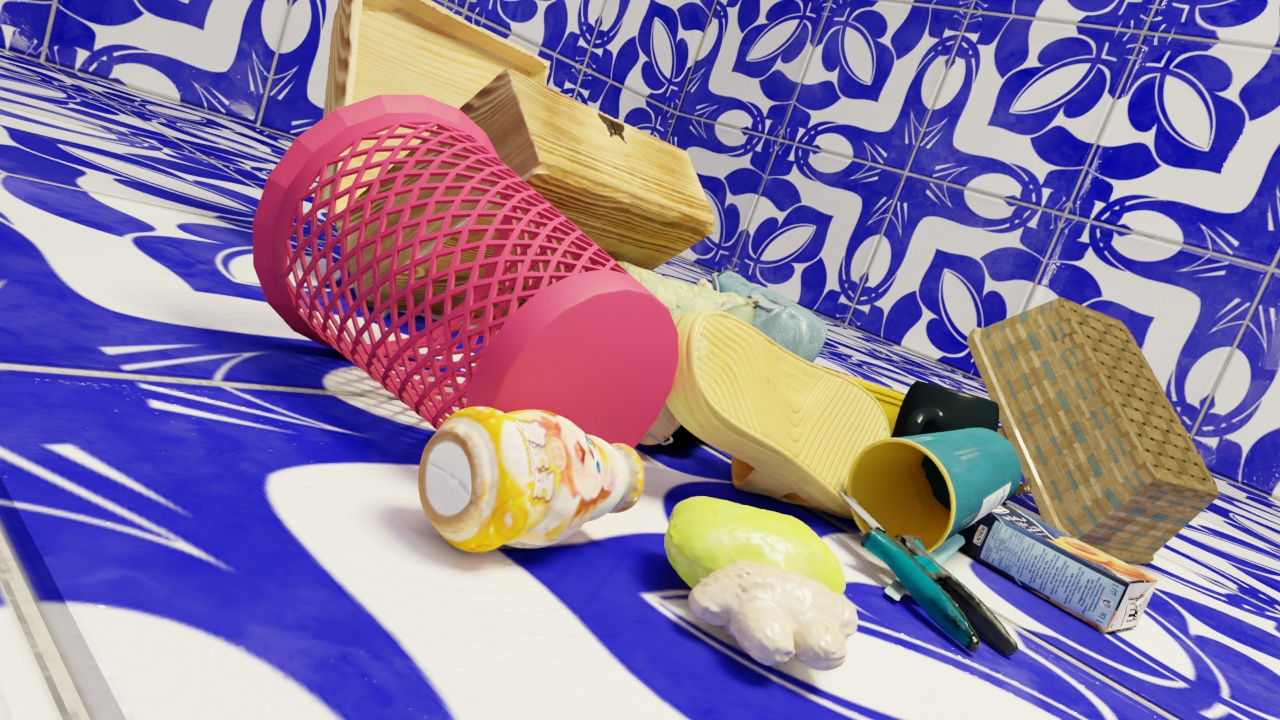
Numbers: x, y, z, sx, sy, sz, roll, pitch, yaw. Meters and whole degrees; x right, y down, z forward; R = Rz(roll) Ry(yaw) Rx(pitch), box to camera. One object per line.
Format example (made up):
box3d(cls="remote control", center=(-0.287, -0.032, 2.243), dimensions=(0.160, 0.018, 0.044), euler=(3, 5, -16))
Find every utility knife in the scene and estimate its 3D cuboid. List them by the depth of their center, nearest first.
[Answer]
box3d(cls="utility knife", center=(0.186, 0.135, 0.604), dimensions=(0.022, 0.016, 0.179), euler=(24, 14, 26))

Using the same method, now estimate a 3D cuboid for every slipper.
box3d(cls="slipper", center=(0.090, 0.047, 0.635), dimensions=(0.079, 0.099, 0.263), euler=(-17, -33, 37))

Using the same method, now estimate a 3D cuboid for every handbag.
box3d(cls="handbag", center=(0.021, -0.032, 0.908), dimensions=(0.186, 0.113, 0.117), euler=(17, 3, -10))
box3d(cls="handbag", center=(0.120, -0.033, 1.093), dimensions=(0.118, 0.122, 0.192), euler=(14, 16, -35))

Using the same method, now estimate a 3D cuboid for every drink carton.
box3d(cls="drink carton", center=(0.296, 0.145, 0.670), dimensions=(0.064, 0.040, 0.130), euler=(11, 13, -44))

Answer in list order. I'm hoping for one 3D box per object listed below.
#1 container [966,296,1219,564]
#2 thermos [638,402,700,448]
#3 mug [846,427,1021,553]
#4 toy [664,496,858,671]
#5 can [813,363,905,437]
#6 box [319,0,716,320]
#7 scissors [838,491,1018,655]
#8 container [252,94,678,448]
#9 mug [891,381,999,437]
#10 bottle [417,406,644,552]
box3d(cls="container", center=(0.413, 0.081, 0.914), dimensions=(0.157, 0.187, 0.249), euler=(14, 48, -29))
box3d(cls="thermos", center=(0.037, 0.033, 0.718), dimensions=(0.061, 0.061, 0.231), euler=(23, 10, 18))
box3d(cls="mug", center=(0.210, 0.084, 0.634), dimensions=(0.121, 0.078, 0.078), euler=(-7, 26, -43))
box3d(cls="toy", center=(0.057, 0.102, 0.425), dimensions=(0.092, 0.046, 0.115), euler=(16, 17, -14))
box3d(cls="can", center=(0.226, 0.058, 0.917), dimensions=(0.135, 0.075, 0.104), euler=(17, 8, -13))
box3d(cls="box", center=(-0.155, -0.209, 0.902), dimensions=(0.278, 0.283, 0.315), euler=(3, 60, -57))
box3d(cls="scissors", center=(0.162, 0.123, 0.547), dimensions=(0.128, 0.019, 0.140), euler=(29, 17, 11))
box3d(cls="container", center=(-0.098, -0.034, 0.550), dimensions=(0.183, 0.183, 0.226), euler=(8, 23, -49))
box3d(cls="mug", center=(0.257, 0.070, 0.803), dimensions=(0.085, 0.094, 0.121), euler=(16, 1, 39))
box3d(cls="bottle", center=(-0.046, 0.055, 0.425), dimensions=(0.063, 0.063, 0.108), euler=(28, 14, 40))
